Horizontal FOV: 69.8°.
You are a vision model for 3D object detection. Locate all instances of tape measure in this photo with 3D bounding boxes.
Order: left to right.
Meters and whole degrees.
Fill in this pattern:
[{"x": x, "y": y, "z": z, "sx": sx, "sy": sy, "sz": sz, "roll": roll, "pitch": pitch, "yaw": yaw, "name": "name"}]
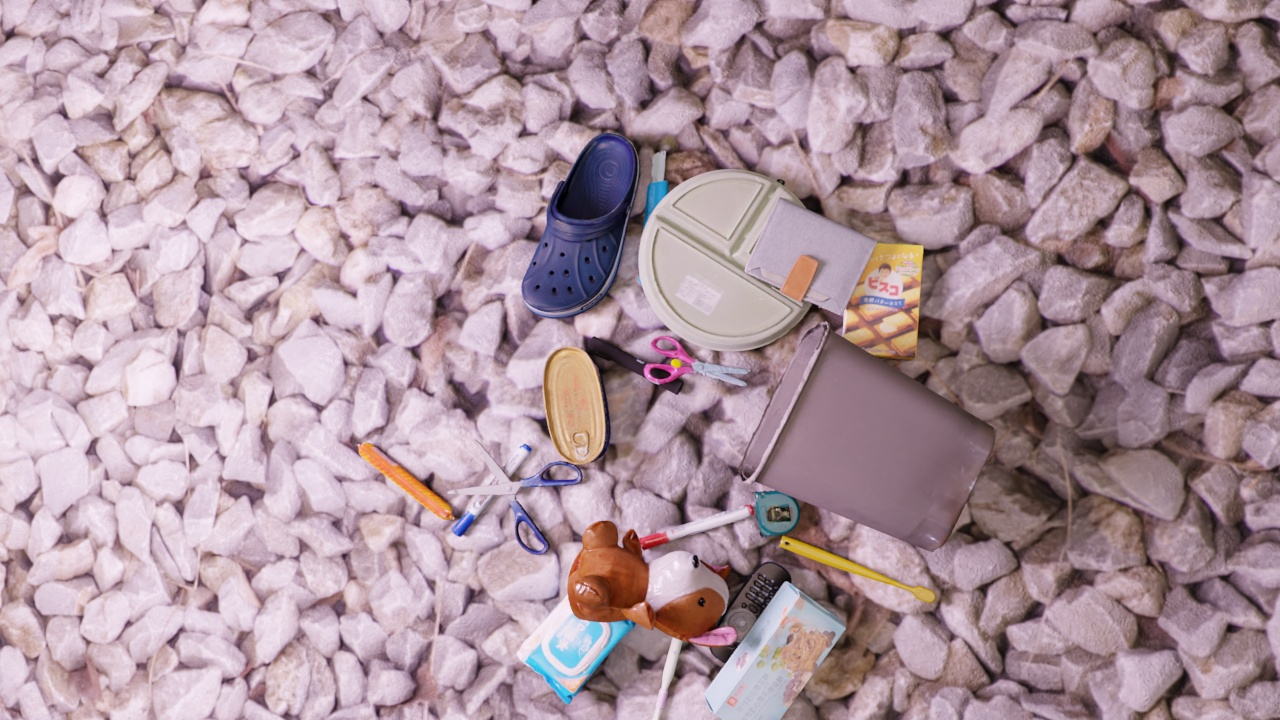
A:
[{"x": 0.166, "y": 0.184, "z": 1.116, "sx": 0.054, "sy": 0.025, "sz": 0.058, "roll": -10, "pitch": 84, "yaw": 8, "name": "tape measure"}]

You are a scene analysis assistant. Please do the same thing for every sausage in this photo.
[{"x": -0.304, "y": 0.156, "z": 1.187, "sx": 0.165, "sy": 0.021, "sz": 0.021, "roll": 36, "pitch": 90, "yaw": 10, "name": "sausage"}]

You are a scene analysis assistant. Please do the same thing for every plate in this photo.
[{"x": 0.112, "y": -0.126, "z": 1.136, "sx": 0.230, "sy": 0.027, "sz": 0.230, "roll": 0, "pitch": 87, "yaw": 3, "name": "plate"}]

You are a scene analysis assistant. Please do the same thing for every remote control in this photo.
[{"x": 0.133, "y": 0.304, "z": 1.110, "sx": 0.053, "sy": 0.024, "sz": 0.136, "roll": 34, "pitch": 91, "yaw": 3, "name": "remote control"}]

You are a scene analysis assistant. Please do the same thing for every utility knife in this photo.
[{"x": 0.020, "y": -0.180, "z": 1.174, "sx": 0.034, "sy": 0.018, "sz": 0.185, "roll": 5, "pitch": 84, "yaw": -7, "name": "utility knife"}]

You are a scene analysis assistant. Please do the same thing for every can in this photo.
[{"x": -0.079, "y": 0.056, "z": 1.150, "sx": 0.075, "sy": 0.049, "sz": 0.148, "roll": -11, "pitch": 83, "yaw": 7, "name": "can"}]

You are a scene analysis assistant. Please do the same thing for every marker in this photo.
[{"x": -0.190, "y": 0.165, "z": 1.172, "sx": 0.017, "sy": 0.017, "sz": 0.146, "roll": 40, "pitch": 91, "yaw": 9, "name": "marker"}, {"x": -0.007, "y": 0.007, "z": 1.159, "sx": 0.132, "sy": 0.020, "sz": 0.022, "roll": 27, "pitch": 96, "yaw": 10, "name": "marker"}, {"x": 0.069, "y": 0.206, "z": 1.132, "sx": 0.145, "sy": 0.017, "sz": 0.017, "roll": -18, "pitch": 82, "yaw": 6, "name": "marker"}]

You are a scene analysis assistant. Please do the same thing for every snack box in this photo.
[{"x": 0.157, "y": 0.354, "z": 1.078, "sx": 0.074, "sy": 0.051, "sz": 0.175, "roll": 36, "pitch": 90, "yaw": -14, "name": "snack box"}, {"x": 0.294, "y": -0.072, "z": 1.118, "sx": 0.087, "sy": 0.034, "sz": 0.140, "roll": 5, "pitch": 84, "yaw": 8, "name": "snack box"}]

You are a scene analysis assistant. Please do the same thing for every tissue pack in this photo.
[{"x": -0.075, "y": 0.335, "z": 1.117, "sx": 0.090, "sy": 0.063, "sz": 0.140, "roll": 41, "pitch": 91, "yaw": 9, "name": "tissue pack"}]

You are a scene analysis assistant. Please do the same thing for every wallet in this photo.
[{"x": 0.202, "y": -0.123, "z": 1.098, "sx": 0.130, "sy": 0.037, "sz": 0.106, "roll": 26, "pitch": 89, "yaw": 6, "name": "wallet"}]

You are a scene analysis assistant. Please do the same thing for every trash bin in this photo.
[{"x": 0.251, "y": 0.092, "z": 1.036, "sx": 0.220, "sy": 0.199, "sz": 0.198, "roll": 25, "pitch": 89, "yaw": 3, "name": "trash bin"}]

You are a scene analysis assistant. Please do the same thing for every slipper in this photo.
[{"x": -0.069, "y": -0.170, "z": 1.149, "sx": 0.105, "sy": 0.095, "sz": 0.252, "roll": 22, "pitch": 85, "yaw": 12, "name": "slipper"}]

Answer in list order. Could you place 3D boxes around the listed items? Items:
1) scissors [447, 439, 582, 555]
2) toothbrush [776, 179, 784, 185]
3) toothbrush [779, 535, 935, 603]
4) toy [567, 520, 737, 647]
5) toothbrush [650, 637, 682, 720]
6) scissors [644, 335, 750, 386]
[{"x": -0.154, "y": 0.169, "z": 1.158, "sx": 0.176, "sy": 0.012, "sz": 0.162, "roll": -14, "pitch": 91, "yaw": -1, "name": "scissors"}, {"x": 0.146, "y": -0.141, "z": 1.156, "sx": 0.017, "sy": 0.012, "sz": 0.186, "roll": 22, "pitch": 88, "yaw": 3, "name": "toothbrush"}, {"x": 0.260, "y": 0.250, "z": 1.103, "sx": 0.190, "sy": 0.016, "sz": 0.015, "roll": 19, "pitch": 88, "yaw": 11, "name": "toothbrush"}, {"x": 0.019, "y": 0.258, "z": 1.060, "sx": 0.199, "sy": 0.139, "sz": 0.131, "roll": 21, "pitch": 130, "yaw": -11, "name": "toy"}, {"x": 0.036, "y": 0.368, "z": 1.121, "sx": 0.020, "sy": 0.029, "sz": 0.189, "roll": 19, "pitch": 85, "yaw": -33, "name": "toothbrush"}, {"x": 0.074, "y": 0.000, "z": 1.150, "sx": 0.137, "sy": 0.017, "sz": 0.076, "roll": 4, "pitch": 60, "yaw": -2, "name": "scissors"}]
